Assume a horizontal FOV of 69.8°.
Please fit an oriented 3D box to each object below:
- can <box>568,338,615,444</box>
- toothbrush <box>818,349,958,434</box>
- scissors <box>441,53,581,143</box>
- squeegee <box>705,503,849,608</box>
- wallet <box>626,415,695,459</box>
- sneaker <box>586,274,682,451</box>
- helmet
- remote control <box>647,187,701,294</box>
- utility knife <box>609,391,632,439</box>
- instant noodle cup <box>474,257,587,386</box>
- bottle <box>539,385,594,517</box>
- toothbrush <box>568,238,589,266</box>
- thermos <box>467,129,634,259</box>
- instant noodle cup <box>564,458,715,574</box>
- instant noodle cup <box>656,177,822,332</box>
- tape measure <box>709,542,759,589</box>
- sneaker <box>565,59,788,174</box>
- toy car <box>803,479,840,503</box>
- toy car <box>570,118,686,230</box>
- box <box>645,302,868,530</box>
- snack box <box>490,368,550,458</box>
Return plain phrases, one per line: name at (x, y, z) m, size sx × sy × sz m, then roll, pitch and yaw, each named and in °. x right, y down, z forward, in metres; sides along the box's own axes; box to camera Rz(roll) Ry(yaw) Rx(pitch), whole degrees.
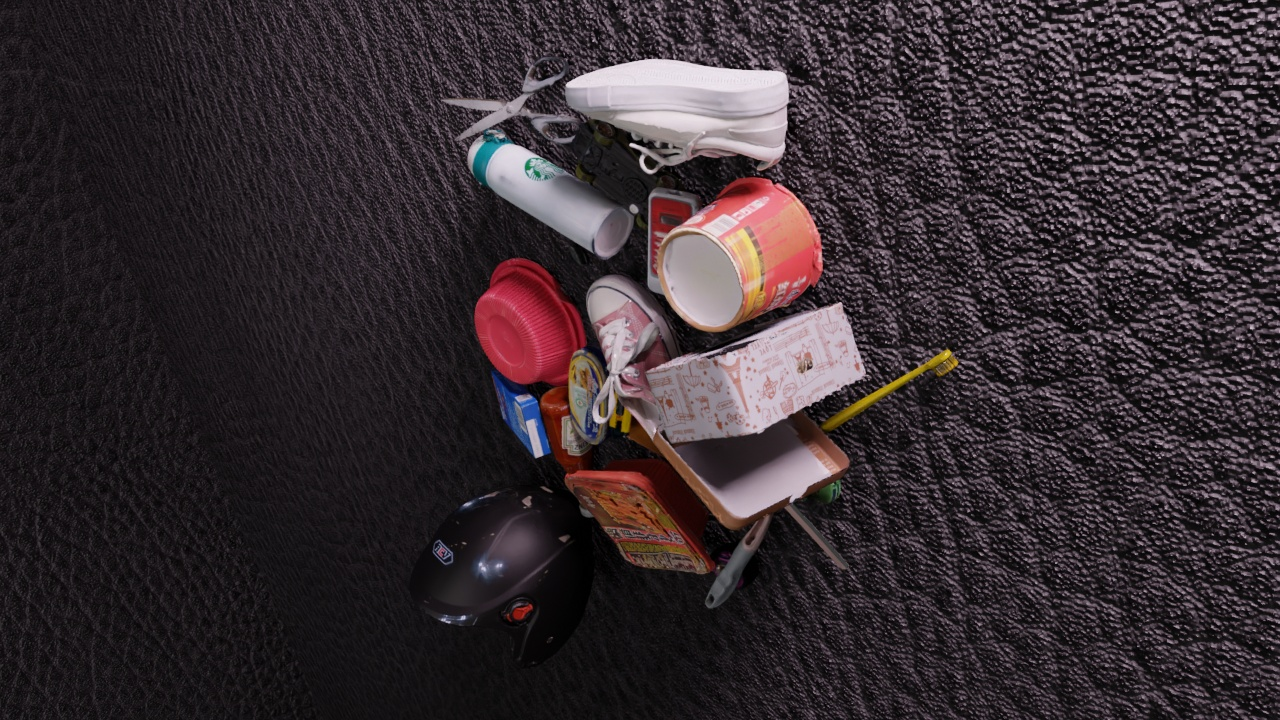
can at (-0.053, 0.040, 1.193) m, size 0.075 × 0.049 × 0.148 m, roll 29°, pitch 133°, yaw 32°
toothbrush at (0.237, 0.036, 0.901) m, size 0.016 × 0.015 × 0.191 m, roll 49°, pitch 142°, yaw 1°
scissors at (-0.142, -0.289, 1.048) m, size 0.175 × 0.014 × 0.160 m, roll 34°, pitch 122°, yaw 0°
squeegee at (0.125, 0.213, 1.074) m, size 0.247 × 0.040 × 0.250 m, roll 49°, pitch 139°, yaw 32°
wallet at (0.029, 0.082, 1.144) m, size 0.131 × 0.035 × 0.119 m, roll 27°, pitch 132°, yaw 35°
sneaker at (-0.006, 0.006, 1.055) m, size 0.119 × 0.087 × 0.241 m, roll -36°, pitch 73°, yaw 34°
helmet at (-0.195, 0.297, 1.354) m, size 0.233 × 0.274 × 0.230 m, roll 32°, pitch 108°, yaw 47°
remote control at (0.035, -0.123, 0.984) m, size 0.056 × 0.020 × 0.136 m, roll 14°, pitch 137°, yaw 12°
utility knife at (-0.019, 0.022, 1.134) m, size 0.033 × 0.015 × 0.165 m, roll 18°, pitch 107°, yaw 36°
instant noodle cup at (-0.160, -0.040, 1.245) m, size 0.194 × 0.065 × 0.194 m, roll 26°, pitch 131°, yaw 34°
bottle at (-0.091, 0.134, 1.293) m, size 0.060 × 0.059 × 0.206 m, roll 16°, pitch 131°, yaw 41°
toothbrush at (-0.118, -0.194, 1.134) m, size 0.014 × 0.016 × 0.189 m, roll -38°, pitch 84°, yaw 46°
thermos at (-0.112, -0.201, 1.075) m, size 0.224 × 0.073 × 0.073 m, roll 34°, pitch 136°, yaw 26°
instant noodle cup at (0.006, 0.190, 1.183) m, size 0.165 × 0.078 × 0.189 m, roll -6°, pitch 130°, yaw 49°
instant noodle cup at (0.089, -0.098, 0.896) m, size 0.138 × 0.108 × 0.138 m, roll 27°, pitch 132°, yaw 34°
tape measure at (0.119, 0.262, 1.164) m, size 0.058 × 0.039 × 0.057 m, roll -22°, pitch 97°, yaw 52°
sneaker at (0.034, -0.233, 0.890) m, size 0.242 × 0.089 × 0.091 m, roll 16°, pitch 130°, yaw 33°
toy car at (0.178, 0.128, 1.014) m, size 0.091 × 0.036 × 0.043 m, roll 19°, pitch 127°, yaw 34°
toy car at (-0.009, -0.197, 0.989) m, size 0.158 × 0.042 × 0.070 m, roll 42°, pitch 140°, yaw 3°
box at (0.119, 0.063, 0.897) m, size 0.154 × 0.182 × 0.181 m, roll -16°, pitch 95°, yaw 54°
snack box at (-0.175, 0.072, 1.324) m, size 0.157 × 0.026 × 0.085 m, roll 37°, pitch 142°, yaw 59°
